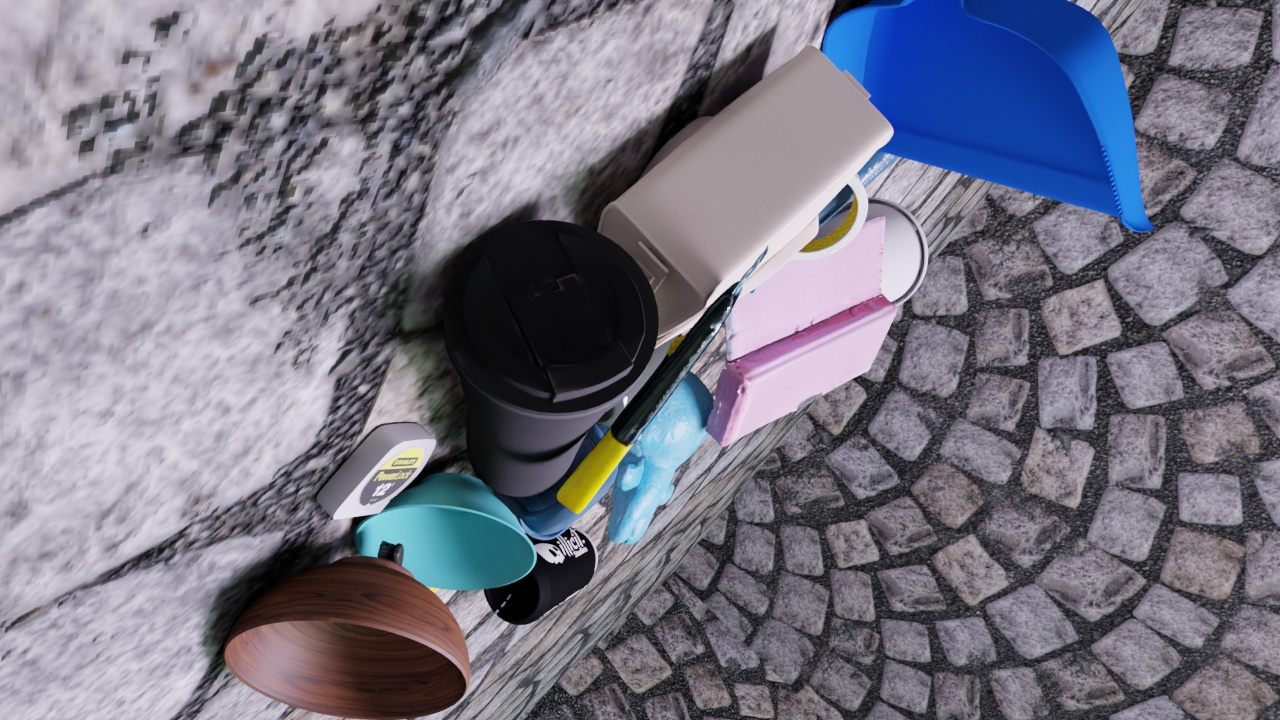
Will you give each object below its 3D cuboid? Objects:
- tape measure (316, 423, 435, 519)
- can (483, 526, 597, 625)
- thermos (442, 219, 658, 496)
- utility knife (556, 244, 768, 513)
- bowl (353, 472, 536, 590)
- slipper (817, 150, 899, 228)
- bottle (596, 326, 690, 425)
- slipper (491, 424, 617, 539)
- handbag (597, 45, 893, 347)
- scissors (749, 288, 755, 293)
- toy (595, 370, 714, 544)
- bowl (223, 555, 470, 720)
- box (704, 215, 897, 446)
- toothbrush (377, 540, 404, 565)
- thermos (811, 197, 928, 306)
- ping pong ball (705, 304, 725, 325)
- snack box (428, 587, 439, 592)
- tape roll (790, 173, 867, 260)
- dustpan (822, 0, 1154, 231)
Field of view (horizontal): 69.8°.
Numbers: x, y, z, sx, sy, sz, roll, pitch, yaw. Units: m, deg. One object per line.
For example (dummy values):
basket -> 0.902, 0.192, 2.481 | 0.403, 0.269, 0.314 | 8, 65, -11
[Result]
tape measure -> -0.155, 0.066, 0.547 | 0.065, 0.017, 0.064 | -49, 166, 6
can -> -0.108, 0.236, 1.023 | 0.080, 0.080, 0.145 | -52, 166, 16
thermos -> -0.061, 0.016, 0.533 | 0.105, 0.106, 0.219 | -41, 170, -25
utility knife -> 0.012, 0.012, 0.502 | 0.187, 0.020, 0.028 | -52, -178, 17
bowl -> -0.130, 0.111, 0.631 | 0.121, 0.121, 0.046 | 116, -19, -48
slipper -> 0.181, -0.174, 0.816 | 0.214, 0.059, 0.103 | -41, 177, 32
bottle -> -0.004, 0.004, 0.741 | 0.108, 0.060, 0.060 | -35, 162, -40
slipper -> -0.059, 0.094, 0.715 | 0.103, 0.059, 0.214 | -42, -169, -12
handbag -> 0.046, -0.085, 0.611 | 0.194, 0.101, 0.198 | -42, 177, -21
scissors -> 0.084, -0.088, 0.713 | 0.097, 0.020, 0.133 | -58, -156, -7
toy -> 0.000, 0.085, 0.883 | 0.180, 0.115, 0.183 | -67, 159, -6
bowl -> -0.178, 0.167, 0.584 | 0.148, 0.147, 0.068 | 118, -19, -45
box -> 0.161, -0.028, 0.865 | 0.232, 0.051, 0.181 | -24, 131, -35
toothbrush -> -0.189, 0.180, 0.662 | 0.189, 0.017, 0.014 | 115, -4, -45
thermos -> 0.214, -0.103, 0.997 | 0.221, 0.131, 0.132 | -19, 150, -48
ping pong ball -> 0.080, -0.054, 0.876 | 0.040, 0.040, 0.040 | -44, 166, -14
snack box -> -0.187, 0.174, 0.728 | 0.151, 0.025, 0.075 | -27, 155, -55
tape roll -> 0.142, -0.127, 0.771 | 0.094, 0.094, 0.019 | -57, -156, 35
dustpan -> 0.202, -0.210, 0.576 | 0.059, 0.246, 0.258 | -38, 133, -22
